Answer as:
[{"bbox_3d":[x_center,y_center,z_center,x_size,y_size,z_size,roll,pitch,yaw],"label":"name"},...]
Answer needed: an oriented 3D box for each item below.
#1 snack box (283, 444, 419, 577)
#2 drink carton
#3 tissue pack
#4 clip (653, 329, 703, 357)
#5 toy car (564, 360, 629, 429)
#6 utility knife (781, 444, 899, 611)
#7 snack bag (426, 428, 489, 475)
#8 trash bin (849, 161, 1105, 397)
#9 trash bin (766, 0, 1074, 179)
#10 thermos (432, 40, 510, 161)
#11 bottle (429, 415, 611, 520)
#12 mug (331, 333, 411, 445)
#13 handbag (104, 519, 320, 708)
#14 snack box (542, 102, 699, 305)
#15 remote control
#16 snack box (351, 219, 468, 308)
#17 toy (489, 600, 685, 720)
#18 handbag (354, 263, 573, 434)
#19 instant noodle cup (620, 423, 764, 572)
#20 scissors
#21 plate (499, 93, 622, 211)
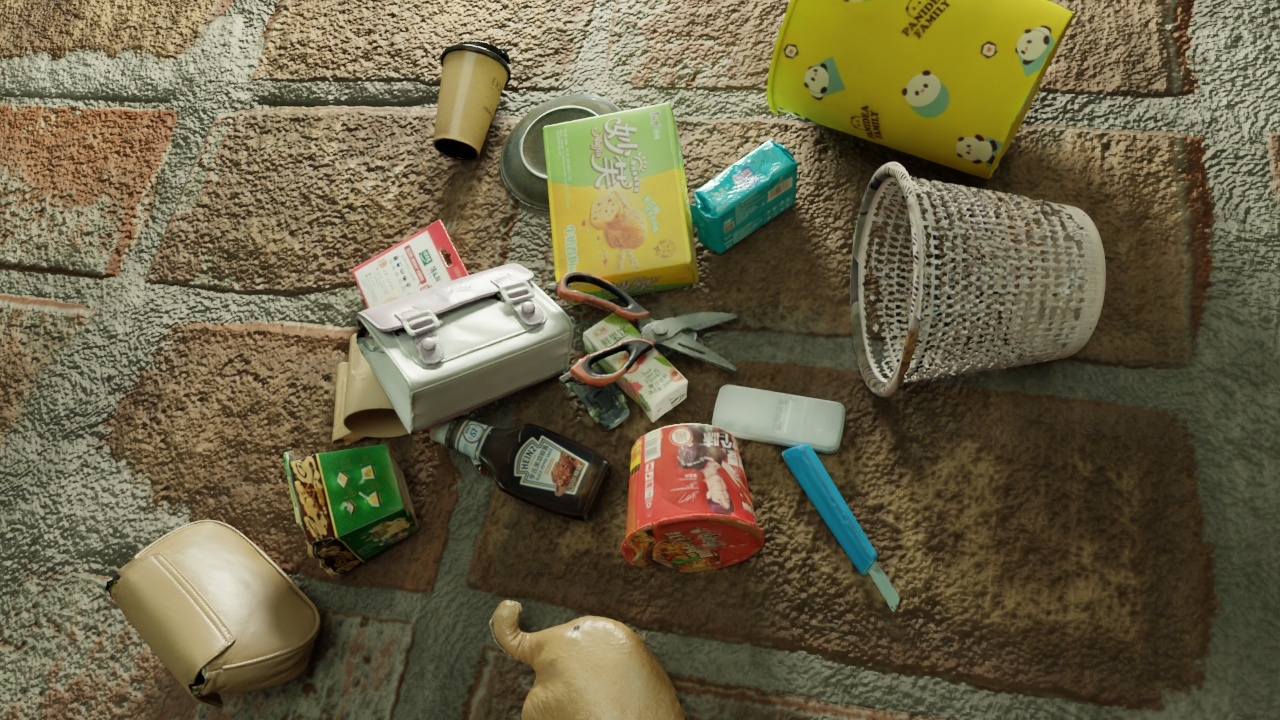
[{"bbox_3d":[-0.303,0.151,0.982,0.105,0.118,0.117,-19,64,-10],"label":"snack box"},{"bbox_3d":[-0.006,0.006,1.009,0.053,0.046,0.122,-36,65,-17],"label":"drink carton"},{"bbox_3d":[0.117,-0.184,1.041,0.133,0.093,0.050,-35,68,-5],"label":"tissue pack"},{"bbox_3d":[0.041,-0.018,1.027,0.056,0.026,0.024,-16,61,19],"label":"clip"},{"bbox_3d":[-0.048,0.037,1.012,0.043,0.034,0.090,-40,62,-4],"label":"toy car"},{"bbox_3d":[0.200,0.162,0.905,0.034,0.018,0.187,-49,62,39],"label":"utility knife"},{"bbox_3d":[-0.196,0.085,1.027,0.105,0.026,0.045,34,70,20],"label":"snack bag"},{"bbox_3d":[0.325,-0.077,0.896,0.192,0.228,0.227,0,66,-1],"label":"trash bin"},{"bbox_3d":[0.304,-0.333,1.003,0.255,0.230,0.229,28,75,16],"label":"trash bin"},{"bbox_3d":[-0.223,-0.337,1.189,0.093,0.093,0.143,6,75,15],"label":"thermos"},{"bbox_3d":[-0.131,0.103,0.978,0.195,0.044,0.079,21,72,10],"label":"bottle"},{"bbox_3d":[-0.308,0.032,1.053,0.125,0.084,0.103,-23,59,31],"label":"mug"},{"bbox_3d":[-0.435,0.261,0.942,0.204,0.147,0.100,35,115,25],"label":"handbag"},{"bbox_3d":[-0.024,-0.182,1.070,0.158,0.070,0.209,-9,74,9],"label":"snack box"},{"bbox_3d":[0.145,0.061,0.966,0.136,0.020,0.055,9,69,15],"label":"remote control"},{"bbox_3d":[-0.269,-0.091,1.110,0.127,0.044,0.113,-30,63,-1],"label":"snack box"},{"bbox_3d":[-0.049,0.308,0.866,0.143,0.083,0.226,-33,61,-13],"label":"toy"},{"bbox_3d":[-0.191,-0.026,0.999,0.196,0.099,0.145,-23,52,-31],"label":"handbag"},{"bbox_3d":[0.048,0.132,0.897,0.138,0.138,0.108,-9,57,8],"label":"instant noodle cup"},{"bbox_3d":[-0.001,-0.034,0.988,0.226,0.015,0.189,-25,68,-26],"label":"scissors"},{"bbox_3d":[-0.096,-0.271,1.164,0.179,0.024,0.179,-5,65,10],"label":"plate"}]
